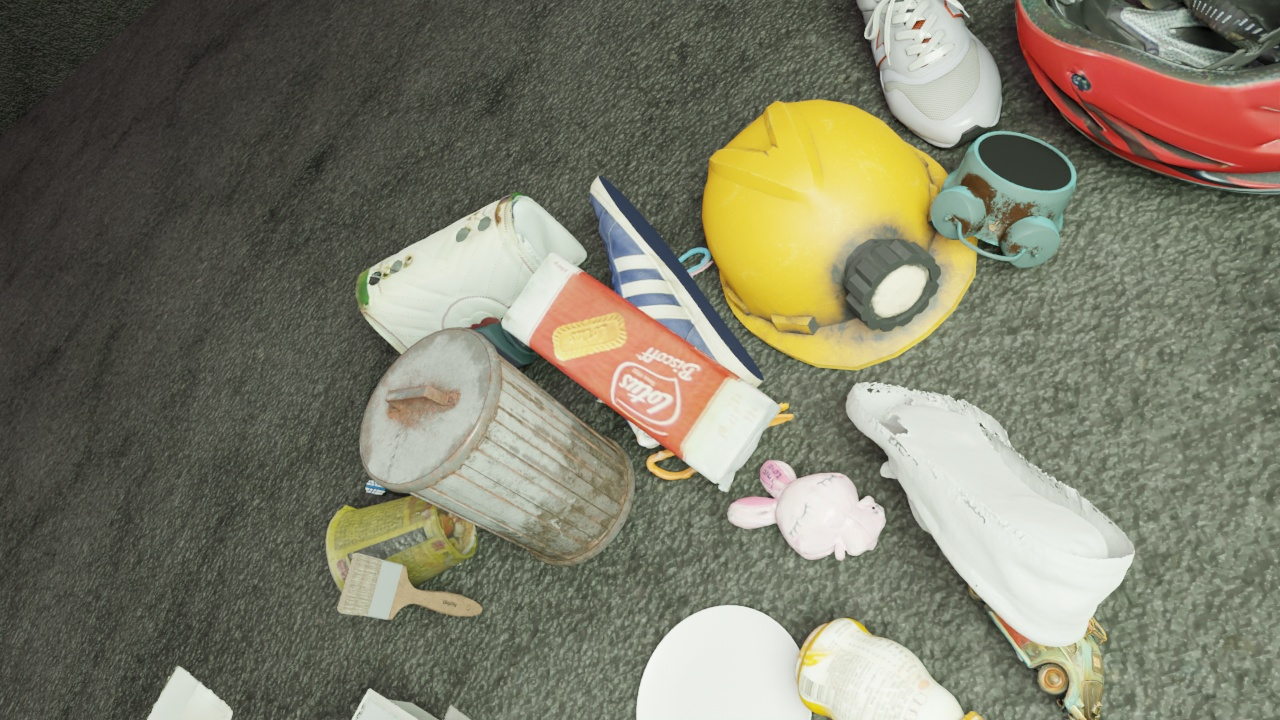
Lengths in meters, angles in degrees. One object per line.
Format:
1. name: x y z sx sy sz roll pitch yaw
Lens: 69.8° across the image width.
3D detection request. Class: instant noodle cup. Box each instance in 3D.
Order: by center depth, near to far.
1. instant noodle cup: -0.213 0.164 0.834 0.108 0.102 0.102 -23 50 12

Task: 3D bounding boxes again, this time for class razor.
1. razor: -0.161 -0.007 0.887 0.143 0.047 0.052 -14 98 21

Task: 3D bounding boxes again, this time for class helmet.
1. helmet: 0.372 -0.208 0.577 0.217 0.167 0.272 -43 49 -15
2. helmet: 0.133 -0.126 0.733 0.205 0.131 0.255 -41 45 9

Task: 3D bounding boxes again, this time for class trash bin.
1. trash bin: -0.111 0.072 0.728 0.131 0.211 0.130 -19 52 26

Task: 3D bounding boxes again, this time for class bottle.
1. bottle: 0.149 0.203 0.554 0.109 0.063 0.063 22 77 42

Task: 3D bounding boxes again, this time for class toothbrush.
1. toothbrush: -0.215 0.134 0.905 0.168 0.014 0.014 2 75 38

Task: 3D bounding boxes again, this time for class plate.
1. plate: 0.057 0.238 0.634 0.135 0.011 0.134 -19 52 26

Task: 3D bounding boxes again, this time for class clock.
1. clock: 0.258 -0.113 0.652 0.090 0.053 0.124 24 48 13

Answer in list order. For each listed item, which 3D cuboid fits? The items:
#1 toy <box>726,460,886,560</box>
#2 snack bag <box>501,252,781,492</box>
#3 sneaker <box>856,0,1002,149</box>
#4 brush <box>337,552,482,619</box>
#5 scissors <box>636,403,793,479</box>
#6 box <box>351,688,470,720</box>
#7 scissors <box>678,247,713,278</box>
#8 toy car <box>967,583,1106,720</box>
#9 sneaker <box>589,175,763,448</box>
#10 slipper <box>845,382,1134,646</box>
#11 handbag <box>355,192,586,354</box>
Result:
1. toy: 0.116 0.105 0.653 0.110 0.047 0.063 11 61 44
2. snack bag: -0.004 0.004 0.710 0.225 0.041 0.077 35 94 21
3. sneaker: 0.224 -0.293 0.776 0.089 0.124 0.239 -27 49 20
4. brush: -0.181 0.192 0.750 0.008 0.143 0.045 0 70 38
5. scissors: 0.059 0.051 0.727 0.130 0.070 0.013 -22 22 13
6. box: -0.082 0.421 0.765 0.172 0.403 0.168 14 71 41
7. scissors: 0.024 -0.043 0.845 0.135 0.015 0.135 -45 46 9
8. toy car: 0.236 0.156 0.529 0.047 0.047 0.112 -41 46 11
9. sneaker: -0.009 -0.034 0.788 0.118 0.091 0.233 -41 71 14
10. slipper: 0.196 0.077 0.559 0.075 0.112 0.246 -66 20 17
11. handbag: -0.164 -0.073 0.915 0.199 0.142 0.096 -22 53 25
